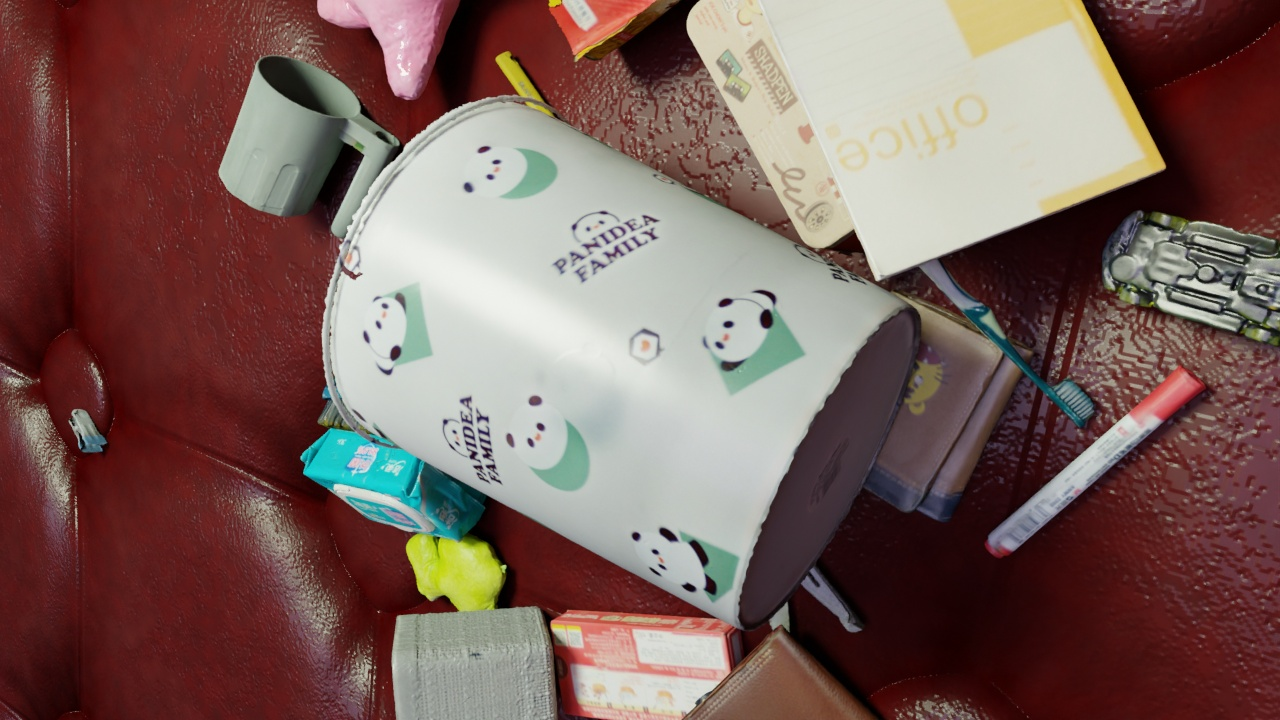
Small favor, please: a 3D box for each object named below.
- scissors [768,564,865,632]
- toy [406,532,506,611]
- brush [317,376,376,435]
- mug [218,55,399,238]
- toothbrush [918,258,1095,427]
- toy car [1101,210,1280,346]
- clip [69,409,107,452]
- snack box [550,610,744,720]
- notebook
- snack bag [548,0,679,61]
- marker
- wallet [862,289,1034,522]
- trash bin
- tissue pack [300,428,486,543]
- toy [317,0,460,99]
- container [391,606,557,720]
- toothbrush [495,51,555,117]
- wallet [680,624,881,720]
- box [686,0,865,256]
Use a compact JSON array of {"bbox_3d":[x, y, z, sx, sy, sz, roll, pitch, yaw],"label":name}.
[{"bbox_3d":[0.071,0.085,0.615,0.189,0.015,0.226,15,105,28],"label":"scissors"},{"bbox_3d":[-0.153,0.172,0.758,0.100,0.031,0.096,-20,86,33],"label":"toy"},{"bbox_3d":[-0.203,0.030,0.753,0.144,0.055,0.073,2,79,31],"label":"brush"},{"bbox_3d":[-0.272,-0.170,0.752,0.124,0.083,0.104,35,118,-5],"label":"mug"},{"bbox_3d":[0.178,-0.028,0.482,0.191,0.016,0.018,42,108,-14],"label":"toothbrush"},{"bbox_3d":[0.286,-0.042,0.454,0.105,0.032,0.048,26,111,38],"label":"toy car"},{"bbox_3d":[-0.628,0.080,1.037,0.058,0.025,0.036,49,112,21],"label":"clip"},{"bbox_3d":[0.005,0.227,0.673,0.153,0.025,0.075,-7,95,32],"label":"snack box"},{"bbox_3d":[0.145,-0.158,0.455,0.146,0.010,0.206,-21,79,4],"label":"notebook"},{"bbox_3d":[0.031,-0.272,0.546,0.208,0.073,0.128,-27,55,30],"label":"snack bag"},{"bbox_3d":[0.245,0.059,0.504,0.017,0.017,0.145,46,118,17],"label":"marker"},{"bbox_3d":[0.164,0.027,0.540,0.090,0.033,0.115,30,109,25],"label":"wallet"},{"bbox_3d":[-0.003,0.003,0.509,0.252,0.229,0.230,28,111,26],"label":"trash bin"},{"bbox_3d":[-0.198,0.099,0.735,0.134,0.093,0.050,5,59,31],"label":"tissue pack"},{"bbox_3d":[-0.165,-0.308,0.660,0.178,0.074,0.195,50,116,17],"label":"toy"},{"bbox_3d":[-0.124,0.242,0.694,0.114,0.090,0.090,-4,98,-11],"label":"container"},{"bbox_3d":[-0.044,-0.147,0.647,0.017,0.015,0.190,-42,76,25],"label":"toothbrush"},{"bbox_3d":[0.088,0.248,0.603,0.101,0.032,0.125,43,106,9],"label":"wallet"},{"bbox_3d":[0.110,-0.150,0.525,0.092,0.078,0.168,-35,74,32],"label":"box"}]
